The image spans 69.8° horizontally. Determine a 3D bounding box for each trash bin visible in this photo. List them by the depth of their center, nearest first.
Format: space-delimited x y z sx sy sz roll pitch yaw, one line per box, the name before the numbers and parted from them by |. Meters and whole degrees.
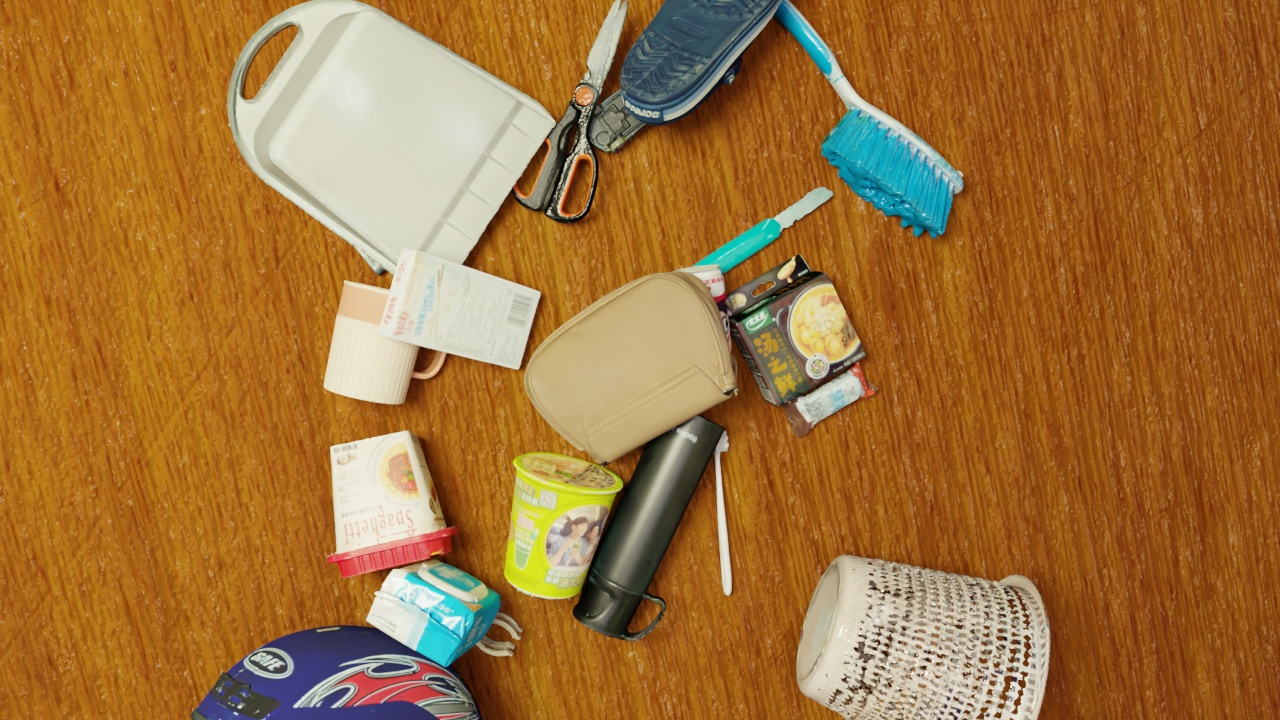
trash bin | 0.273 0.300 0.939 0.192 0.227 0.227 19 89 3

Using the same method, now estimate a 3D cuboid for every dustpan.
dustpan | -0.264 -0.229 0.905 0.257 0.143 0.222 35 87 -32

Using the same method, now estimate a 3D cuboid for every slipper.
slipper | 0.069 -0.323 0.917 0.105 0.095 0.252 26 69 15

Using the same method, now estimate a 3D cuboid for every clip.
clip | -0.172 0.272 0.947 0.100 0.035 0.074 27 89 -4

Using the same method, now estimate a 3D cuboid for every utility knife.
utility knife | 0.115 -0.123 0.982 0.219 0.013 0.029 -33 95 -4

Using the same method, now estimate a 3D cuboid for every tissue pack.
tissue pack | -0.190 0.233 0.867 0.090 0.140 0.063 27 86 8

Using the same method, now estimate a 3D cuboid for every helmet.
helmet | -0.283 0.358 0.805 0.315 0.248 0.240 16 77 -47

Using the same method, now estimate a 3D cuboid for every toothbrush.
toothbrush | 0.091 0.165 0.991 0.016 0.016 0.180 -4 93 -15

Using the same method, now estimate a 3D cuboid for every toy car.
toy car | -0.011 -0.256 0.946 0.105 0.031 0.049 -37 90 -3

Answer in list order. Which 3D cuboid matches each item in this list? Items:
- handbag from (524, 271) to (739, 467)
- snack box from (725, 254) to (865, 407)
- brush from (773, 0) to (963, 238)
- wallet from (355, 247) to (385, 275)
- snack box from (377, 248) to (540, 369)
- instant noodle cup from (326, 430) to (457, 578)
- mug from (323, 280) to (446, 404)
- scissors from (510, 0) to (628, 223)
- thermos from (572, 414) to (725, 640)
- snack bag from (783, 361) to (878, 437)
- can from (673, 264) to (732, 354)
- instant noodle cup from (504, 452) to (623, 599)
handbag | -0.005 0.005 0.908 0.205 0.099 0.147 -30 88 21
snack box | 0.159 -0.033 0.978 0.113 0.053 0.125 -30 102 -6
brush | 0.220 -0.264 0.976 0.314 0.060 0.109 36 81 -6
wallet | -0.265 -0.162 0.920 0.097 0.019 0.121 -39 95 -5
snack box | -0.172 -0.047 0.891 0.156 0.027 0.084 16 90 -46
instant noodle cup | -0.247 0.138 0.894 0.116 0.117 0.124 -13 83 -8
mug | -0.246 -0.015 0.904 0.114 0.082 0.106 12 93 -39
scissors | -0.046 -0.246 0.923 0.139 0.021 0.235 44 101 4
thermos | 0.017 0.169 0.952 0.090 0.068 0.242 24 90 3
snack bag | 0.207 0.041 0.997 0.105 0.026 0.045 -29 106 -6
can | 0.066 -0.030 0.951 0.053 0.053 0.133 -9 100 -9
instant noodle cup | -0.086 0.168 0.922 0.111 0.111 0.123 13 98 -9
